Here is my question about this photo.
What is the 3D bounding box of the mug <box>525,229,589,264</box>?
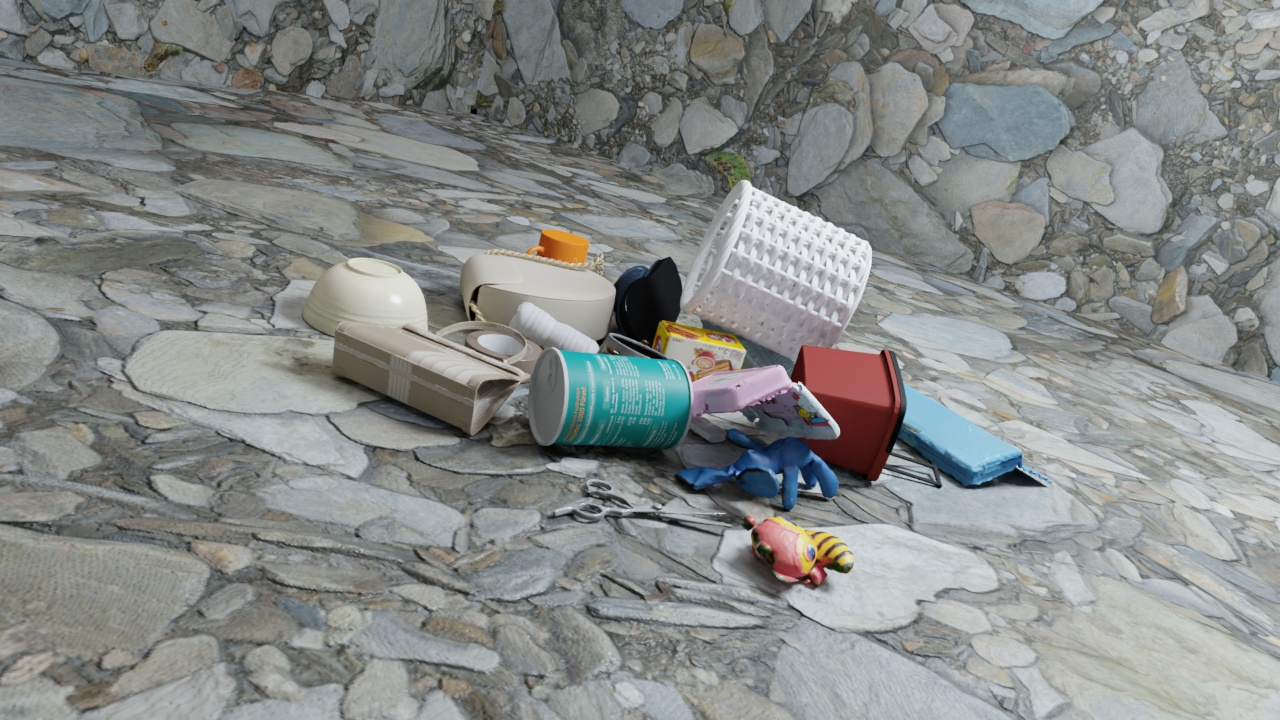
[{"bbox_3d":[-0.142,-0.150,1.447,0.112,0.096,0.078,-2,25,-42],"label":"mug"}]

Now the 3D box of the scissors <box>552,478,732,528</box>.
[{"bbox_3d":[0.003,0.140,0.835,0.153,0.014,0.130,18,17,19],"label":"scissors"}]

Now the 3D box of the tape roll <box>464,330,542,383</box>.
[{"bbox_3d":[-0.166,-0.005,1.103,0.093,0.030,0.093,13,18,-5],"label":"tape roll"}]

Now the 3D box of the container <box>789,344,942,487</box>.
[{"bbox_3d":[0.277,0.066,1.082,0.201,0.127,0.147,13,30,0],"label":"container"}]

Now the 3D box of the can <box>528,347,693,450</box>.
[{"bbox_3d":[-0.032,0.042,0.958,0.143,0.099,0.099,5,21,-27],"label":"can"}]

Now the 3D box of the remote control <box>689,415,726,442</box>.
[{"bbox_3d":[0.049,0.064,1.095,0.033,0.012,0.131,0,23,-44],"label":"remote control"}]

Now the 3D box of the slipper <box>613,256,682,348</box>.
[{"bbox_3d":[-0.004,-0.081,1.375,0.084,0.109,0.264,-12,18,20],"label":"slipper"}]

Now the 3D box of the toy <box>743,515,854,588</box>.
[{"bbox_3d":[0.137,0.167,0.810,0.103,0.046,0.084,12,12,-20],"label":"toy"}]

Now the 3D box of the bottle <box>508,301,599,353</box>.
[{"bbox_3d":[-0.100,-0.024,1.159,0.136,0.044,0.044,31,17,-7],"label":"bottle"}]

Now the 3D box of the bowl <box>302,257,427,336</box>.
[{"bbox_3d":[-0.332,-0.080,1.127,0.150,0.075,0.150,13,18,-4],"label":"bowl"}]

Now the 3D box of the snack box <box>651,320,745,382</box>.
[{"bbox_3d":[0.069,0.004,1.176,0.105,0.084,0.061,11,20,-13],"label":"snack box"}]

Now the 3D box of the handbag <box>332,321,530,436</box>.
[{"bbox_3d":[-0.200,-0.009,1.005,0.176,0.062,0.197,21,25,19],"label":"handbag"}]

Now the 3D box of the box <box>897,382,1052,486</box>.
[{"bbox_3d":[0.419,0.093,1.236,0.175,0.060,0.232,4,20,-32],"label":"box"}]

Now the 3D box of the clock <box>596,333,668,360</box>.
[{"bbox_3d":[-0.007,0.007,1.105,0.104,0.056,0.147,25,9,-3],"label":"clock"}]

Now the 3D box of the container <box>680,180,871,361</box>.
[{"bbox_3d":[0.175,-0.113,1.213,0.187,0.189,0.189,24,17,-7],"label":"container"}]

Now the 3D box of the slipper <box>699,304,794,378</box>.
[{"bbox_3d":[0.149,-0.002,1.282,0.104,0.074,0.245,6,36,-32],"label":"slipper"}]

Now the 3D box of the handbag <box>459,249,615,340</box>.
[{"bbox_3d":[-0.141,-0.094,1.275,0.208,0.103,0.210,5,19,-17],"label":"handbag"}]

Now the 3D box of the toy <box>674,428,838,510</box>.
[{"bbox_3d":[0.136,0.113,0.938,0.176,0.071,0.113,2,11,-34],"label":"toy"}]

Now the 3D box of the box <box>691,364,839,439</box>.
[{"bbox_3d":[0.119,0.059,0.994,0.111,0.101,0.202,-25,4,-16],"label":"box"}]
